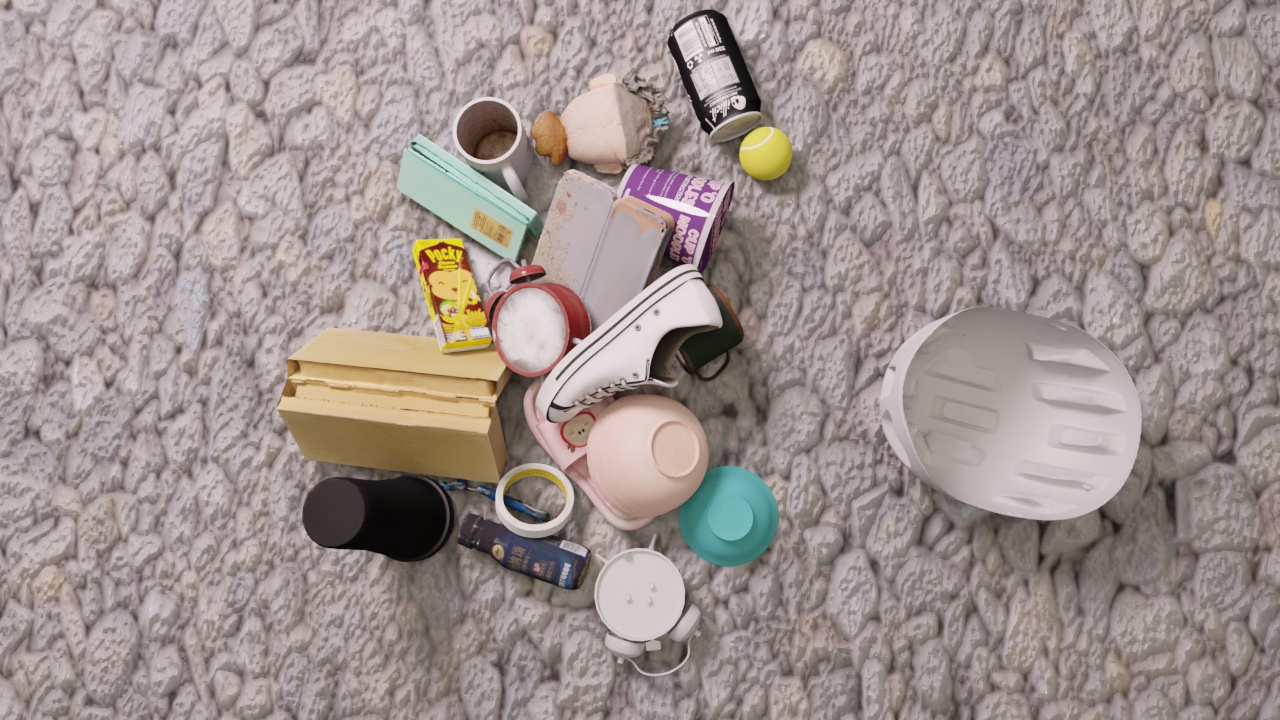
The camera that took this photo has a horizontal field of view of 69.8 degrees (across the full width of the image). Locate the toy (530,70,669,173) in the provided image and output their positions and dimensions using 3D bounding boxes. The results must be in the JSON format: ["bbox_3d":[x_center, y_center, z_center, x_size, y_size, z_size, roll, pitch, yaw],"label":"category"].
[{"bbox_3d":[-0.050,-0.289,1.151,0.176,0.076,0.133,-6,98,0],"label":"toy"}]

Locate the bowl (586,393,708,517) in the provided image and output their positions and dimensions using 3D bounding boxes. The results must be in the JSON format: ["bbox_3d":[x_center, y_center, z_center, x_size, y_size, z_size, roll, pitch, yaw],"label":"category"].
[{"bbox_3d":[0.021,0.106,1.069,0.152,0.076,0.153,7,76,-27],"label":"bowl"}]

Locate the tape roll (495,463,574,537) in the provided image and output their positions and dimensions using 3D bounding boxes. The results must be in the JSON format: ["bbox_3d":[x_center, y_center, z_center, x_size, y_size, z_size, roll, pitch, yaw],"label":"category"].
[{"bbox_3d":[-0.127,0.168,1.104,0.094,0.019,0.093,5,50,-6],"label":"tape roll"}]

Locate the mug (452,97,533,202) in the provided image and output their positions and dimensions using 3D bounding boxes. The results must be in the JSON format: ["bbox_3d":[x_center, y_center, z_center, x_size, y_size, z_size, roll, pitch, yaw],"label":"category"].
[{"bbox_3d":[-0.173,-0.253,1.140,0.083,0.096,0.119,-27,83,-1],"label":"mug"}]

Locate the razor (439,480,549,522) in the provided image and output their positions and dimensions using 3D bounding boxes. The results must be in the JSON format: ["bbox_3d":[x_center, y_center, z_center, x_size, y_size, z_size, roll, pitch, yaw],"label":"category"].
[{"bbox_3d":[-0.176,0.169,1.126,0.141,0.044,0.018,19,80,-2],"label":"razor"}]

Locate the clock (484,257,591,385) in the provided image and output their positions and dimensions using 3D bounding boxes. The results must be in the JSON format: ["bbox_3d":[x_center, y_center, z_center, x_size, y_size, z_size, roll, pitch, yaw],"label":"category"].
[{"bbox_3d":[-0.126,-0.053,1.093,0.110,0.061,0.156,-45,73,24],"label":"clock"}]

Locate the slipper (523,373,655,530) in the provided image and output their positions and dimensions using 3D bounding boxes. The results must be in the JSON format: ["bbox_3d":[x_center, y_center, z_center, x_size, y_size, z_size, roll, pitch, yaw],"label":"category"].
[{"bbox_3d":[-0.054,0.106,1.115,0.106,0.056,0.221,-36,84,-4],"label":"slipper"}]

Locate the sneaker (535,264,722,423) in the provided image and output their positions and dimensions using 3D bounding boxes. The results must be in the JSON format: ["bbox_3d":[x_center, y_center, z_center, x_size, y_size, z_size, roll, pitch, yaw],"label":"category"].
[{"bbox_3d":[-0.006,0.006,1.038,0.246,0.091,0.097,-39,73,13],"label":"sneaker"}]

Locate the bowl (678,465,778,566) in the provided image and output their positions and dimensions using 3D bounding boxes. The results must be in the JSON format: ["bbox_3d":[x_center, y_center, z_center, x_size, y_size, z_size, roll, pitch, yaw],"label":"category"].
[{"bbox_3d":[0.107,0.188,1.102,0.121,0.046,0.121,0,83,2],"label":"bowl"}]

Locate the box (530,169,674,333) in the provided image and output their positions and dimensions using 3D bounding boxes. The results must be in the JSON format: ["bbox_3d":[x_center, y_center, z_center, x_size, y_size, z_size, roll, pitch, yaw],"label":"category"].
[{"bbox_3d":[-0.061,-0.104,1.101,0.151,0.043,0.217,30,117,16],"label":"box"}]

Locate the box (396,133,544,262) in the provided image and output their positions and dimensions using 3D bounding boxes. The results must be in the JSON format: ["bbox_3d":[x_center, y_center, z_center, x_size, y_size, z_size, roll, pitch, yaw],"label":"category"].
[{"bbox_3d":[-0.220,-0.195,1.144,0.189,0.077,0.080,34,84,5],"label":"box"}]

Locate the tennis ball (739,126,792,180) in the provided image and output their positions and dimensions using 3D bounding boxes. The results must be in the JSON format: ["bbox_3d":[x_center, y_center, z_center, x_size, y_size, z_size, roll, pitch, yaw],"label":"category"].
[{"bbox_3d":[0.156,-0.257,1.142,0.065,0.065,0.065,0,83,2],"label":"tennis ball"}]

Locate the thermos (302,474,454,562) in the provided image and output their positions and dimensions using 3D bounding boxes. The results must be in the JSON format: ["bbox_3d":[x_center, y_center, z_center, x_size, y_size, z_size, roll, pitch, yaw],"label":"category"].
[{"bbox_3d":[-0.296,0.176,1.040,0.106,0.218,0.105,-2,78,9],"label":"thermos"}]

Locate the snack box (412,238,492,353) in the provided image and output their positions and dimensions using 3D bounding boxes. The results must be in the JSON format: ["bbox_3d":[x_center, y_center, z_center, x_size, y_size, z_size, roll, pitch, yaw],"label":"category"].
[{"bbox_3d":[-0.233,-0.082,1.129,0.061,0.026,0.148,-7,66,-31],"label":"snack box"}]

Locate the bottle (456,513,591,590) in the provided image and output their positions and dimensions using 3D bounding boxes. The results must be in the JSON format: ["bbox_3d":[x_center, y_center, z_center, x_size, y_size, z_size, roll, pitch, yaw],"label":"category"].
[{"bbox_3d":[-0.140,0.227,1.104,0.161,0.056,0.056,18,84,5],"label":"bottle"}]

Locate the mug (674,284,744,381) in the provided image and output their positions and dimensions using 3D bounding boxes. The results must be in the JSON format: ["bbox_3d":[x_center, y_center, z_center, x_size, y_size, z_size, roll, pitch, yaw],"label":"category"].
[{"bbox_3d":[0.079,-0.029,1.117,0.081,0.085,0.111,-31,114,-3],"label":"mug"}]

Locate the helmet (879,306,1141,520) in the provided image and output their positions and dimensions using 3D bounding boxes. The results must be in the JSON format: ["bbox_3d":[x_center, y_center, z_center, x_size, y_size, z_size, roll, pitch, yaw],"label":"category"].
[{"bbox_3d":[0.414,0.058,1.034,0.282,0.183,0.224,9,89,10],"label":"helmet"}]

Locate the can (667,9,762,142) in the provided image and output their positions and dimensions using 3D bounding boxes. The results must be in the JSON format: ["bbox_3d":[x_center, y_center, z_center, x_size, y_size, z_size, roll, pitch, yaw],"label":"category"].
[{"bbox_3d":[0.093,-0.356,1.148,0.080,0.080,0.146,-21,83,0],"label":"can"}]

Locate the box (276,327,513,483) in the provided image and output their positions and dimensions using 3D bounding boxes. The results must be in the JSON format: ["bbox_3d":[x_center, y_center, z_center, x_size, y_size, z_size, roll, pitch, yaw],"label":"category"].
[{"bbox_3d":[-0.285,0.045,1.098,0.248,0.142,0.184,6,77,3],"label":"box"}]

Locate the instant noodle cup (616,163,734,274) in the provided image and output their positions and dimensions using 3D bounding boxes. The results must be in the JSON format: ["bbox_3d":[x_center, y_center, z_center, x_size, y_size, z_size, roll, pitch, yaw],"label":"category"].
[{"bbox_3d":[0.032,-0.173,1.112,0.122,0.122,0.136,22,76,8],"label":"instant noodle cup"}]

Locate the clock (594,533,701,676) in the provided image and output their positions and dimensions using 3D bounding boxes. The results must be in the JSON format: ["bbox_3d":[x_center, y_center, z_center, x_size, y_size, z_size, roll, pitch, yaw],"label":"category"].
[{"bbox_3d":[0.007,0.294,1.088,0.120,0.061,0.159,-19,82,0],"label":"clock"}]
